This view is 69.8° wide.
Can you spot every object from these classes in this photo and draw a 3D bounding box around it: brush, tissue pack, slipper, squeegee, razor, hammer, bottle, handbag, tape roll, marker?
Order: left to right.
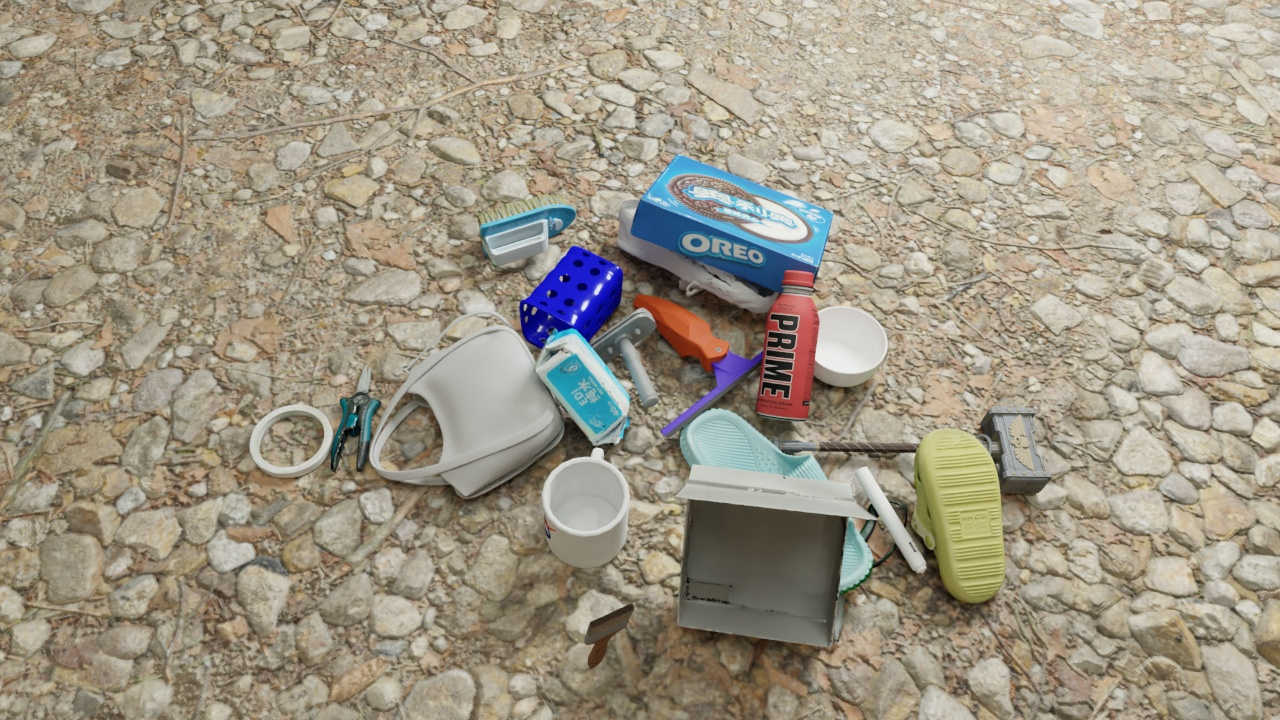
[{"bbox_3d":[-0.408,0.094,1.074,0.093,0.013,0.092,1,56,-1],"label":"tape roll"},{"bbox_3d":[-0.217,0.063,1.083,0.222,0.096,0.215,-28,60,-5],"label":"handbag"},{"bbox_3d":[-0.149,-0.177,1.243,0.135,0.055,0.075,-21,55,-16],"label":"brush"},{"bbox_3d":[-0.065,0.032,1.058,0.062,0.092,0.144,-38,99,8],"label":"tissue pack"},{"bbox_3d":[-0.038,0.274,0.890,0.045,0.143,0.008,-18,60,-24],"label":"brush"},{"bbox_3d":[-0.007,0.006,1.111,0.088,0.047,0.116,-35,57,16],"label":"razor"},{"bbox_3d":[0.059,-0.033,1.156,0.249,0.055,0.185,-36,55,-25],"label":"squeegee"},{"bbox_3d":[0.069,-0.130,1.210,0.247,0.075,0.112,30,49,20],"label":"slipper"},{"bbox_3d":[0.142,0.146,1.022,0.115,0.070,0.276,-33,59,-13],"label":"slipper"},{"bbox_3d":[0.178,-0.018,1.093,0.062,0.062,0.176,7,93,2],"label":"bottle"},{"bbox_3d":[0.281,0.178,1.029,0.020,0.017,0.133,8,45,-46],"label":"marker"},{"bbox_3d":[0.308,0.104,1.086,0.322,0.044,0.098,1,56,1],"label":"hammer"},{"bbox_3d":[0.348,0.171,1.021,0.091,0.082,0.190,-7,82,-15],"label":"slipper"}]

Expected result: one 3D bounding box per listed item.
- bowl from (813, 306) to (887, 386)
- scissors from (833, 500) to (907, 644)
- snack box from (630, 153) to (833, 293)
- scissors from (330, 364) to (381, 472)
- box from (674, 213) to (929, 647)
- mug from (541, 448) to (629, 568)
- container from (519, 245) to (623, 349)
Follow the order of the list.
[{"bbox_3d":[0.252,-0.012,1.151,0.105,0.054,0.104,0,55,0],"label":"bowl"},{"bbox_3d":[0.238,0.221,1.017,0.154,0.015,0.209,4,55,-2],"label":"scissors"},{"bbox_3d":[0.127,-0.180,1.202,0.239,0.056,0.195,21,33,5],"label":"snack box"},{"bbox_3d":[-0.343,0.070,1.091,0.129,0.019,0.138,39,61,22],"label":"scissors"},{"bbox_3d":[0.119,0.091,0.799,0.167,0.507,0.148,5,51,7],"label":"box"},{"bbox_3d":[-0.056,0.153,1.003,0.091,0.090,0.121,10,56,4],"label":"mug"},{"bbox_3d":[-0.085,-0.072,1.158,0.084,0.085,0.113,28,58,14],"label":"container"}]
